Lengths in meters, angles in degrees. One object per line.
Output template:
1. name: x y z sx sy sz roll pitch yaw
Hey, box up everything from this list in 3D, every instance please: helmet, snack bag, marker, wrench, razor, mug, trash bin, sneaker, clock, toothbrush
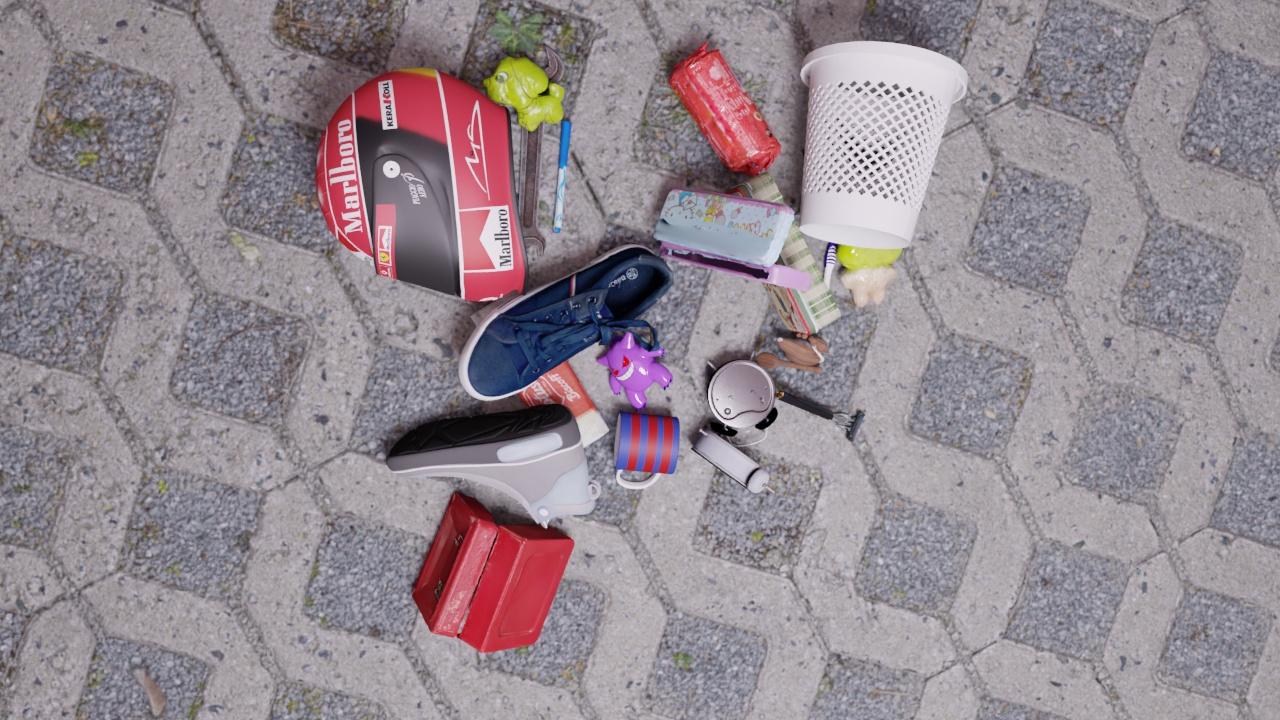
1. helmet: -0.258 -0.199 1.067 0.224 0.198 0.271 -6 92 -14
2. snack bag: -0.129 0.018 1.182 0.077 0.041 0.225 -31 96 -4
3. marker: -0.100 -0.234 1.173 0.013 0.013 0.142 5 95 -6
4. wrench: -0.139 -0.259 1.168 0.070 0.010 0.273 4 95 -5
5. razor: 0.235 0.066 1.214 0.144 0.022 0.043 22 92 -26
6. mug: 0.005 0.122 1.193 0.076 0.074 0.112 6 121 -6
7. snack bag: 0.106 -0.308 1.148 0.082 0.082 0.176 -36 97 -1
8. trash bin: 0.274 -0.247 1.103 0.195 0.195 0.199 10 89 -6
9. sneaker: -0.079 -0.038 1.103 0.294 0.127 0.121 -33 112 -12
10. clock: 0.122 0.135 1.184 0.122 0.094 0.035 34 88 10
11. sneaker: -0.185 0.149 1.162 0.257 0.092 0.160 -11 114 14
12. clock: 0.131 0.054 1.205 0.091 0.042 0.121 -14 97 -3
13. toothbrush: 0.250 -0.133 1.211 0.015 0.016 0.187 8 95 -7

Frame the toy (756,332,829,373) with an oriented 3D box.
1. toy: 0.203 -0.011 1.192 0.101 0.042 0.055 10 95 -35

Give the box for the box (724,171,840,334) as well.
1. box: 0.173 -0.132 1.156 0.050 0.118 0.205 -28 99 -7

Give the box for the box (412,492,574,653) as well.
1. box: -0.178 0.279 1.171 0.165 0.152 0.157 23 92 -23

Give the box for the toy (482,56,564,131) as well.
1. toy: -0.143 -0.332 1.137 0.094 0.036 0.093 -16 104 -4

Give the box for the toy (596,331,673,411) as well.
1. toy: -0.007 0.007 1.183 0.088 0.055 0.106 41 126 -10

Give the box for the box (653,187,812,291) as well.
1. box: 0.111 -0.151 1.097 0.089 0.214 0.093 7 100 -39

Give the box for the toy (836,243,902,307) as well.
1. toy: 0.300 -0.130 1.202 0.092 0.043 0.118 -8 104 -15
